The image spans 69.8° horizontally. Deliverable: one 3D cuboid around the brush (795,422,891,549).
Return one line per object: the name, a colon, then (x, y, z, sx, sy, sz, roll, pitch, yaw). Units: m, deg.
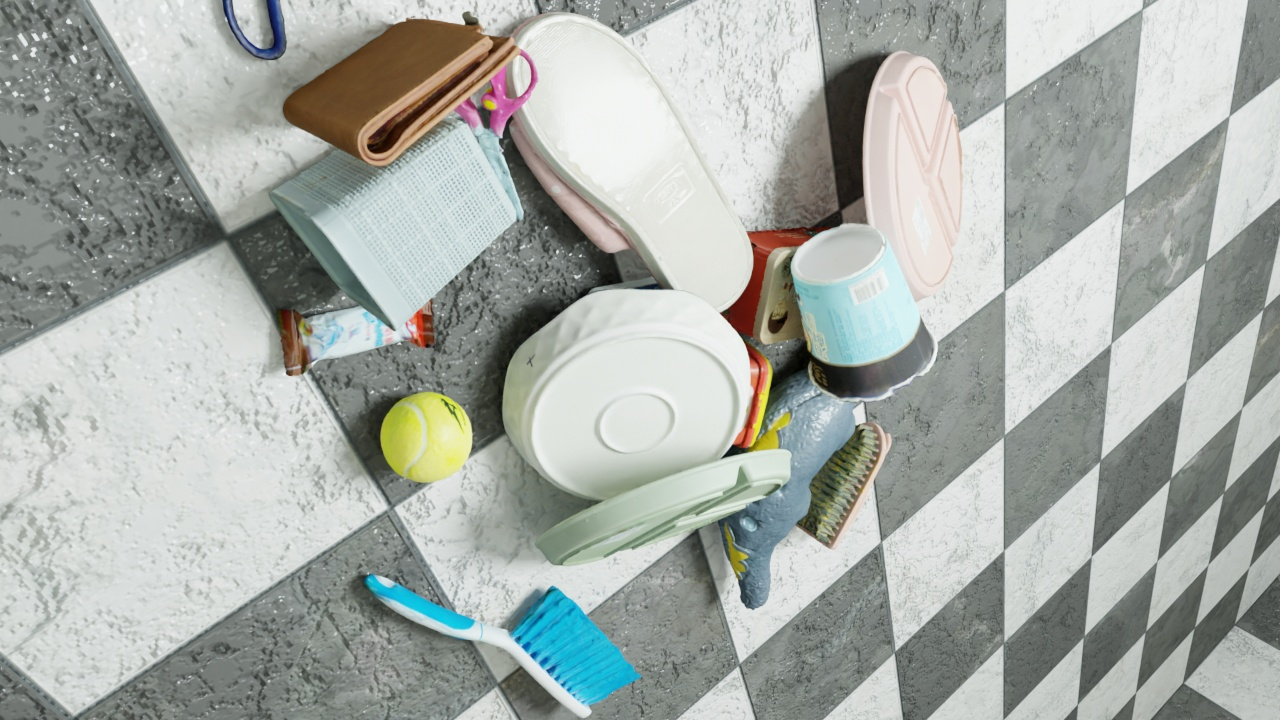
brush: (0.229, 0.135, 1.025, 0.073, 0.063, 0.145, 27, 93, -40)

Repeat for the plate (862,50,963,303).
plate: (0.256, -0.166, 0.840, 0.229, 0.028, 0.229, -4, 95, -56)

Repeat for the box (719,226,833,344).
box: (0.140, -0.073, 0.841, 0.168, 0.077, 0.091, -10, 118, -42)

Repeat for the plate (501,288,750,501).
plate: (-0.006, 0.038, 0.736, 0.204, 0.045, 0.205, -8, 127, -10)

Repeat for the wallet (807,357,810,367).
wallet: (0.224, -0.005, 0.968, 0.124, 0.032, 0.101, -7, 119, -36)

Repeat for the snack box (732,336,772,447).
snack box: (0.066, 0.029, 0.825, 0.080, 0.082, 0.091, -3, 116, -27)

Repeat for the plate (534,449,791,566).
plate: (0.023, 0.129, 0.777, 0.230, 0.027, 0.230, -19, 163, -6)

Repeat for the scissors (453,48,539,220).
scissors: (-0.112, -0.151, 0.616, 0.093, 0.017, 0.138, 13, 131, -2)

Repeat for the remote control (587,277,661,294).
remote control: (0.008, -0.046, 0.773, 0.124, 0.024, 0.049, -13, 121, -33)

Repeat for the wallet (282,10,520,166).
wallet: (-0.139, -0.158, 0.520, 0.107, 0.132, 0.031, -43, 130, -15)

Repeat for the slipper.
slipper: (-0.006, -0.139, 0.689, 0.114, 0.054, 0.274, -51, 124, -11)

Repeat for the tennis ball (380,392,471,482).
tennis ball: (-0.155, 0.056, 0.668, 0.065, 0.065, 0.065, -19, 123, -31)

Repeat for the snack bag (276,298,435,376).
snack bag: (-0.191, -0.021, 0.625, 0.104, 0.026, 0.048, -13, 108, -34)

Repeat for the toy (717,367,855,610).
toy: (0.149, 0.096, 0.909, 0.137, 0.091, 0.357, 16, 109, -32)

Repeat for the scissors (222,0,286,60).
scissors: (-0.201, -0.250, 0.504, 0.175, 0.012, 0.162, 8, 108, -40)

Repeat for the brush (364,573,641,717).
brush: (-0.110, 0.241, 0.817, 0.109, 0.060, 0.314, -41, 130, -10)

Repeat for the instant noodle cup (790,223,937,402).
instant noodle cup: (0.178, -0.045, 0.766, 0.111, 0.111, 0.120, -40, 126, -16)

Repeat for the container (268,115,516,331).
container: (-0.150, -0.095, 0.576, 0.111, 0.090, 0.090, -42, 133, -17)
